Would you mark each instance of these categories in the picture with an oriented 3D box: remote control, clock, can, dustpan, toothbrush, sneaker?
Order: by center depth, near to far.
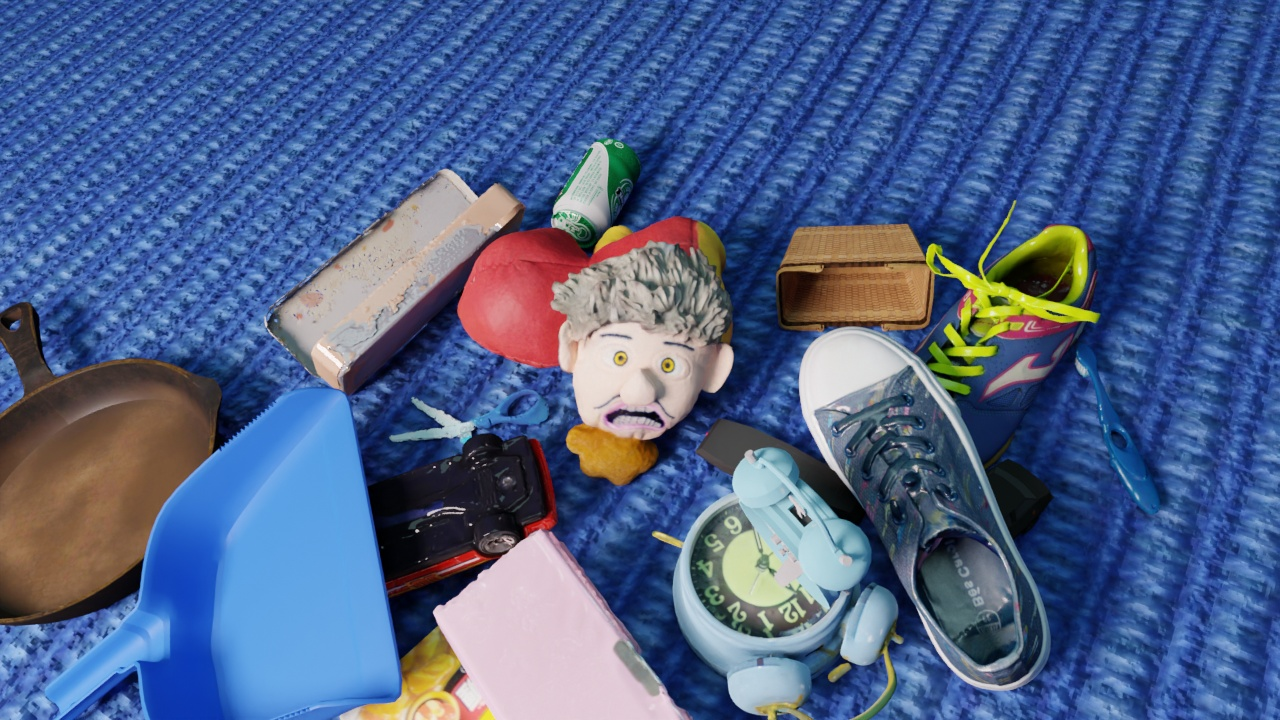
[{"bbox_3d":[0.082,0.088,0.482,0.042,0.123,0.087,-38,59,-7],"label":"clock"},{"bbox_3d":[0.165,0.076,0.536,0.087,0.079,0.235,-28,68,10],"label":"sneaker"},{"bbox_3d":[0.086,0.147,0.553,0.118,0.060,0.162,-31,57,-14],"label":"clock"},{"bbox_3d":[-0.284,0.170,0.595,0.258,0.059,0.245,-38,48,14],"label":"dustpan"},{"bbox_3d":[0.316,0.044,0.612,0.021,0.016,0.132,-9,54,6],"label":"toothbrush"},{"bbox_3d":[0.221,-0.008,0.623,0.116,0.091,0.241,37,68,29],"label":"sneaker"},{"bbox_3d":[0.099,0.075,0.636,0.125,0.010,0.039,23,61,26],"label":"remote control"},{"bbox_3d":[-0.038,-0.150,0.814,0.053,0.053,0.100,13,56,21],"label":"can"}]

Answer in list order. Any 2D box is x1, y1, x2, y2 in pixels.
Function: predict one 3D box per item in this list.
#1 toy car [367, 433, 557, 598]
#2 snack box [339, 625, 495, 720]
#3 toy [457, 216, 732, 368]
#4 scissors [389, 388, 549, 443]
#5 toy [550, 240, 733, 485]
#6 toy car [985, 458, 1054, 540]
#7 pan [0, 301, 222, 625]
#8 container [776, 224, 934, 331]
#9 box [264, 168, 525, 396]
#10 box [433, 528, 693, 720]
[{"bbox_3d":[-0.149,0.113,0.626,0.189,0.056,0.081,-22,52,4],"label":"toy car"},{"bbox_3d":[-0.105,0.197,0.575,0.152,0.025,0.075,-41,56,-19],"label":"snack box"},{"bbox_3d":[-0.038,-0.055,0.717,0.216,0.099,0.147,-4,44,3],"label":"toy"},{"bbox_3d":[-0.129,0.046,0.709,0.134,0.015,0.103,23,64,32],"label":"scissors"},{"bbox_3d":[-0.004,0.004,0.630,0.132,0.176,0.076,11,9,-2],"label":"toy"},{"bbox_3d":[0.215,0.098,0.576,0.091,0.036,0.042,-35,54,-15],"label":"toy car"},{"bbox_3d":[-0.465,0.064,0.744,0.248,0.043,0.356,-35,54,-15],"label":"pan"},{"bbox_3d":[0.163,-0.066,0.703,0.114,0.063,0.061,0,45,12],"label":"container"},{"bbox_3d":[-0.193,-0.071,0.761,0.215,0.095,0.108,-47,23,-23],"label":"box"},{"bbox_3d":[-0.023,0.210,0.522,0.098,0.046,0.233,-40,64,-7],"label":"box"}]
